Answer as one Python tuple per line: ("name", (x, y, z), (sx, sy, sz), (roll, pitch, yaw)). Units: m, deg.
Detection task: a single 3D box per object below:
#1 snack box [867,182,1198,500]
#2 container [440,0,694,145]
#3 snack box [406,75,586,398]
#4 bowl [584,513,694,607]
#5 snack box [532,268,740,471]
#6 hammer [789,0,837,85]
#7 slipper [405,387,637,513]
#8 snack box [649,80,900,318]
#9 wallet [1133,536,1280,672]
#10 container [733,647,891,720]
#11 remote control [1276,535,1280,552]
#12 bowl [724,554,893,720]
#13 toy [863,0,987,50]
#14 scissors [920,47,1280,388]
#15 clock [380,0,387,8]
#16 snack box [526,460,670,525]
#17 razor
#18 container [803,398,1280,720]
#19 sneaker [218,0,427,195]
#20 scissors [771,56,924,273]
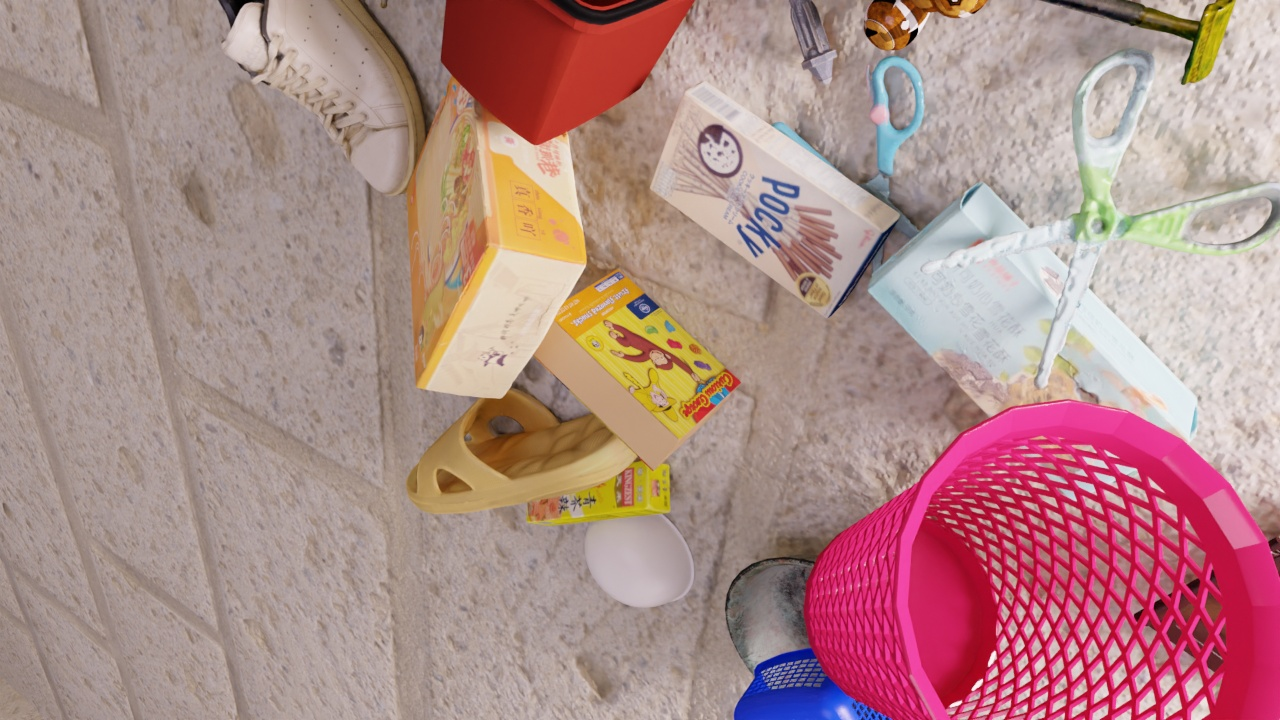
("snack box", (0.216, -0.010, 0.512), (0.174, 0.053, 0.075), (46, 132, 2))
("container", (-0.028, -0.236, 0.504), (0.127, 0.147, 0.201), (43, 141, 8))
("snack box", (-0.099, -0.094, 0.628), (0.145, 0.080, 0.195), (-53, 39, 42))
("bowl", (-0.011, 0.176, 0.798), (0.110, 0.040, 0.110), (18, 124, 28))
("snack box", (-0.004, 0.004, 0.662), (0.126, 0.088, 0.040), (43, 132, 9))
("hammer", (0.046, -0.303, 0.483), (0.099, 0.044, 0.322), (-10, 110, 40))
("slipper", (-0.116, 0.070, 0.776), (0.264, 0.099, 0.078), (-12, 116, 36))
("snack box", (0.079, -0.100, 0.575), (0.150, 0.026, 0.082), (38, 141, 14))
("wallet", (0.353, 0.151, 0.504), (0.115, 0.018, 0.092), (32, 131, -4))
("container", (0.130, 0.270, 0.678), (0.114, 0.058, 0.096), (-29, 96, 43))
("remote control", (0.354, 0.133, 0.517), (0.038, 0.018, 0.126), (35, 132, 15))
("bowl", (0.143, 0.208, 0.702), (0.158, 0.038, 0.158), (18, 124, 28))
("toy", (0.130, -0.221, 0.452), (0.112, 0.067, 0.087), (52, 158, -16))
("scissors", (0.226, -0.073, 0.458), (0.171, 0.023, 0.168), (-11, 99, 11))
("clock", (-0.169, -0.307, 0.633), (0.130, 0.052, 0.090), (-28, 96, 44))
("snack box", (-0.038, 0.114, 0.780), (0.148, 0.029, 0.040), (-15, 67, 41))
("razor", (0.222, -0.168, 0.437), (0.106, 0.026, 0.042), (33, 165, 30))
("container", (0.185, 0.138, 0.507), (0.183, 0.183, 0.226), (46, 163, 7))
("sneaker", (-0.259, -0.233, 0.707), (0.089, 0.102, 0.241), (-24, 100, 42))
("scissors", (0.125, -0.112, 0.552), (0.126, 0.015, 0.136), (11, 118, 31))
